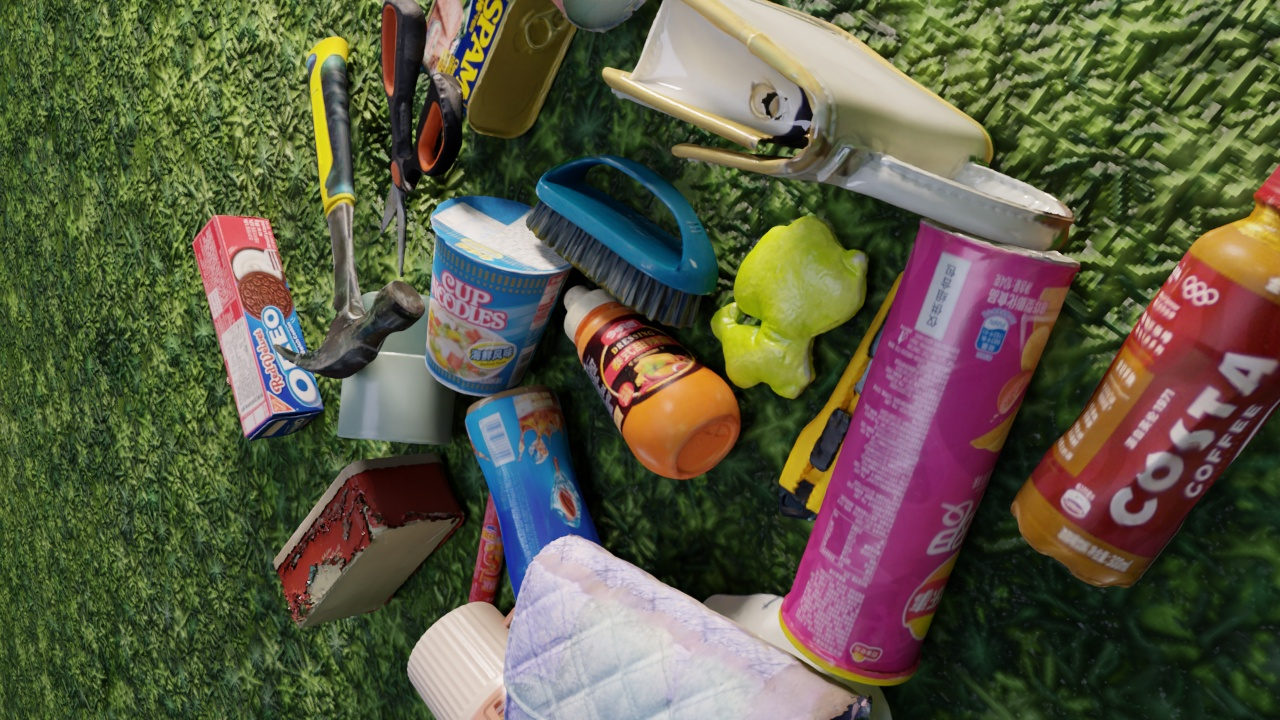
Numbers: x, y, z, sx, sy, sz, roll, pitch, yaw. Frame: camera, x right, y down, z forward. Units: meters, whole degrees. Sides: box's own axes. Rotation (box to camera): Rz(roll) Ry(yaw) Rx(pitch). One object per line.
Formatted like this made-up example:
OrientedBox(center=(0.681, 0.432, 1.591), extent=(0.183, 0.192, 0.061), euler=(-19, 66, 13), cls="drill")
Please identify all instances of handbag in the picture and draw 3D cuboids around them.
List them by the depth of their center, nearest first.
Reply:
OrientedBox(center=(0.090, -0.093, 0.389), extent=(0.179, 0.163, 0.063), euler=(44, 122, 29), cls="handbag")
OrientedBox(center=(0.015, 0.190, 0.484), extent=(0.194, 0.075, 0.134), euler=(20, 105, 32), cls="handbag")

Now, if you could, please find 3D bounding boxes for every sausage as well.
OrientedBox(center=(-0.114, 0.154, 0.686), extent=(0.020, 0.020, 0.156), euler=(26, 111, 37), cls="sausage")

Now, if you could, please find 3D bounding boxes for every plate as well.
OrientedBox(center=(0.045, 0.261, 0.545), extent=(0.162, 0.034, 0.266), euler=(44, 120, 30), cls="plate")

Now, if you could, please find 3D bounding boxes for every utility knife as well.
OrientedBox(center=(0.112, 0.017, 0.477), extent=(0.033, 0.015, 0.168), euler=(37, 117, 30), cls="utility knife")

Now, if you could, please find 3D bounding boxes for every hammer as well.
OrientedBox(center=(-0.230, -0.126, 0.690), extent=(0.126, 0.032, 0.322), euler=(-34, 54, 25), cls="hammer")

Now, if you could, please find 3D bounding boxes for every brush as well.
OrientedBox(center=(-0.009, -0.081, 0.548), extent=(0.144, 0.055, 0.074), euler=(38, 118, 33), cls="brush")

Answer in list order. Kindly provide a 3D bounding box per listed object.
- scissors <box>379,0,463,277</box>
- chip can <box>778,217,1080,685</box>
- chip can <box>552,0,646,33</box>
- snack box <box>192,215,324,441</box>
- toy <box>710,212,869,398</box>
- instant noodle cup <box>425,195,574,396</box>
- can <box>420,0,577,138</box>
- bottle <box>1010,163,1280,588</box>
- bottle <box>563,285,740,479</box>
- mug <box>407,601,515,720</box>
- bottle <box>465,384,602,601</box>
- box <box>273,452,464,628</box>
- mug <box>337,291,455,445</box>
OrientedBox(center=(-0.169, -0.157, 0.664), extent=(0.227, 0.021, 0.198), euler=(0, 103, 60), cls="scissors")
OrientedBox(center=(0.130, 0.044, 0.428), extent=(0.071, 0.071, 0.211), euler=(29, 111, 36), cls="chip can")
OrientedBox(center=(-0.073, -0.283, 0.544), extent=(0.214, 0.071, 0.071), euler=(52, 124, 26), cls="chip can")
OrientedBox(center=(-0.359, -0.032, 0.859), extent=(0.058, 0.057, 0.207), euler=(-30, 74, 36), cls="snack box")
OrientedBox(center=(0.077, -0.030, 0.494), extent=(0.097, 0.031, 0.100), euler=(12, 102, 42), cls="toy")
OrientedBox(center=(-0.099, -0.038, 0.612), extent=(0.099, 0.099, 0.110), euler=(41, 127, 31), cls="instant noodle cup")
OrientedBox(center=(-0.099, -0.215, 0.615), extent=(0.083, 0.057, 0.102), euler=(48, 122, 30), cls="can")
OrientedBox(center=(0.216, 0.007, 0.357), extent=(0.057, 0.057, 0.175), euler=(40, 118, 32), cls="bottle")
OrientedBox(center=(-0.003, 0.003, 0.551), extent=(0.149, 0.066, 0.067), euler=(49, 123, 35), cls="bottle")
OrientedBox(center=(-0.093, 0.221, 0.641), extent=(0.106, 0.081, 0.114), euler=(37, 90, 34), cls="mug")
OrientedBox(center=(-0.056, 0.126, 0.604), extent=(0.065, 0.065, 0.218), euler=(-26, 78, 40), cls="bottle")
OrientedBox(center=(-0.216, 0.151, 0.727), extent=(0.169, 0.091, 0.076), euler=(-46, 61, 34), cls="box")
OrientedBox(center=(-0.181, 0.008, 0.690), extent=(0.112, 0.082, 0.106), euler=(170, 104, -69), cls="mug")
